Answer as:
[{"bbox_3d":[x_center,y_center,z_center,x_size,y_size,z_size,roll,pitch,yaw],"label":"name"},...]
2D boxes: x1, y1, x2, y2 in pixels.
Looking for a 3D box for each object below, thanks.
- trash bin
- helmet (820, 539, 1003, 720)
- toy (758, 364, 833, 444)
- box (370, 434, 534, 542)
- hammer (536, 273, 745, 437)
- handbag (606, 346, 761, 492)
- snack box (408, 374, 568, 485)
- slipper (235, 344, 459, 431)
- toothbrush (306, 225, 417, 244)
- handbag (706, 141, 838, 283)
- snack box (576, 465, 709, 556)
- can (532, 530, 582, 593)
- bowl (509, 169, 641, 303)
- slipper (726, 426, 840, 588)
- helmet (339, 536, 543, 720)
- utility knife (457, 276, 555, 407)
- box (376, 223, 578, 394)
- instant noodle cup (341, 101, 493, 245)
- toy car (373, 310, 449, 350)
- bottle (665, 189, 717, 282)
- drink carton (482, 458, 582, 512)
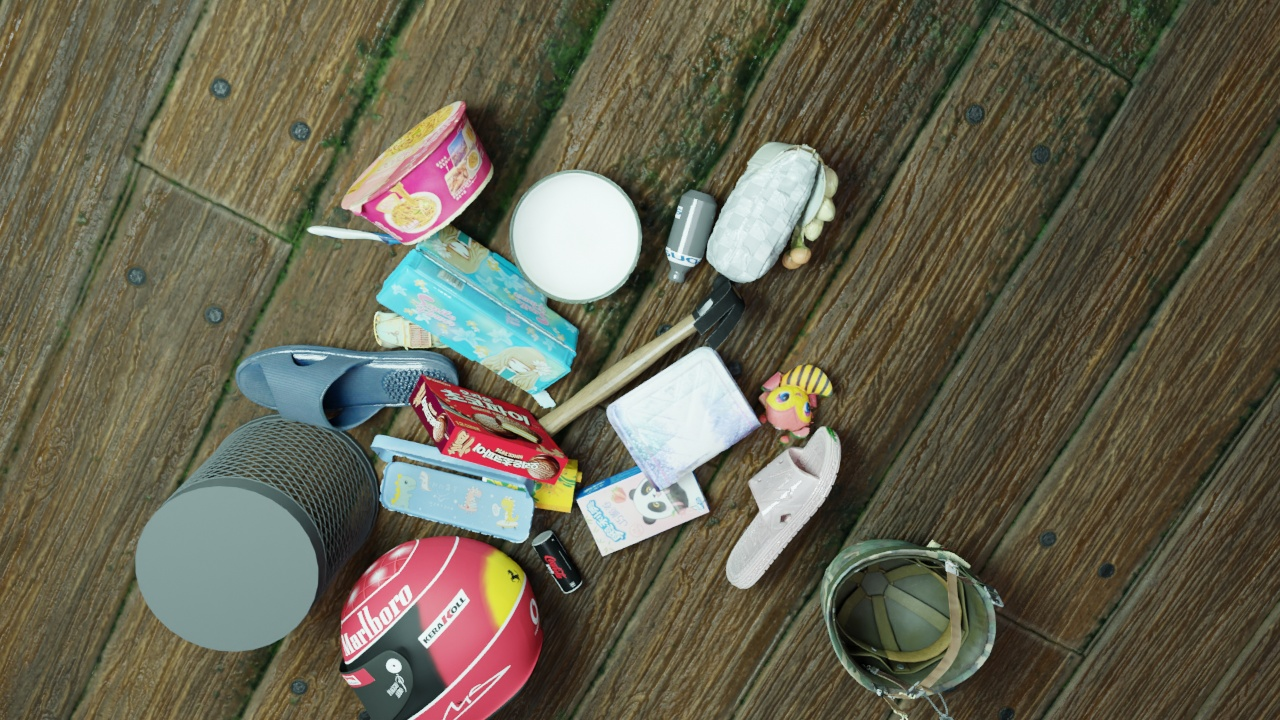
[{"bbox_3d":[-0.438,0.195,1.069,0.218,0.227,0.218,-1,103,-3],"label":"trash bin"},{"bbox_3d":[0.336,0.320,1.133,0.224,0.236,0.193,26,95,2],"label":"helmet"},{"bbox_3d":[0.194,0.051,1.165,0.084,0.046,0.103,42,87,11],"label":"toy"},{"bbox_3d":[-0.230,0.152,1.135,0.210,0.047,0.122,11,125,15],"label":"box"},{"bbox_3d":[-0.007,0.007,1.119,0.306,0.132,0.040,-36,107,14],"label":"hammer"},{"bbox_3d":[0.053,0.071,1.143,0.158,0.069,0.126,-32,87,4],"label":"handbag"},{"bbox_3d":[-0.180,0.081,1.077,0.152,0.132,0.036,22,102,-36],"label":"snack box"},{"bbox_3d":[-0.352,0.043,1.099,0.263,0.082,0.101,-1,132,-3],"label":"slipper"},{"bbox_3d":[-0.307,-0.144,1.109,0.189,0.016,0.017,8,112,-5],"label":"toothbrush"},{"bbox_3d":[0.158,-0.166,1.083,0.123,0.112,0.171,27,99,-16],"label":"handbag"},{"bbox_3d":[0.002,0.183,1.190,0.154,0.033,0.088,-23,102,2],"label":"snack box"},{"bbox_3d":[-0.109,0.264,1.203,0.031,0.031,0.080,-29,103,3],"label":"can"},{"bbox_3d":[-0.076,-0.149,1.091,0.153,0.073,0.153,-1,103,-2],"label":"bowl"},{"bbox_3d":[0.169,0.183,1.169,0.064,0.094,0.239,29,103,-14],"label":"slipper"},{"bbox_3d":[-0.258,0.337,1.129,0.271,0.197,0.224,-42,102,15],"label":"helmet"},{"bbox_3d":[-0.179,-0.029,1.144,0.030,0.019,0.227,-34,106,11],"label":"utility knife"},{"bbox_3d":[-0.180,-0.072,1.098,0.226,0.116,0.097,33,142,-21],"label":"box"},{"bbox_3d":[-0.241,-0.203,1.030,0.179,0.178,0.078,-37,118,5],"label":"instant noodle cup"},{"bbox_3d":[-0.271,-0.036,1.118,0.112,0.047,0.047,-1,106,-3],"label":"toy car"},{"bbox_3d":[0.058,-0.149,1.111,0.047,0.047,0.112,15,102,-6],"label":"bottle"},{"bbox_3d":[-0.138,0.153,1.172,0.122,0.041,0.058,9,102,-4],"label":"drink carton"}]
